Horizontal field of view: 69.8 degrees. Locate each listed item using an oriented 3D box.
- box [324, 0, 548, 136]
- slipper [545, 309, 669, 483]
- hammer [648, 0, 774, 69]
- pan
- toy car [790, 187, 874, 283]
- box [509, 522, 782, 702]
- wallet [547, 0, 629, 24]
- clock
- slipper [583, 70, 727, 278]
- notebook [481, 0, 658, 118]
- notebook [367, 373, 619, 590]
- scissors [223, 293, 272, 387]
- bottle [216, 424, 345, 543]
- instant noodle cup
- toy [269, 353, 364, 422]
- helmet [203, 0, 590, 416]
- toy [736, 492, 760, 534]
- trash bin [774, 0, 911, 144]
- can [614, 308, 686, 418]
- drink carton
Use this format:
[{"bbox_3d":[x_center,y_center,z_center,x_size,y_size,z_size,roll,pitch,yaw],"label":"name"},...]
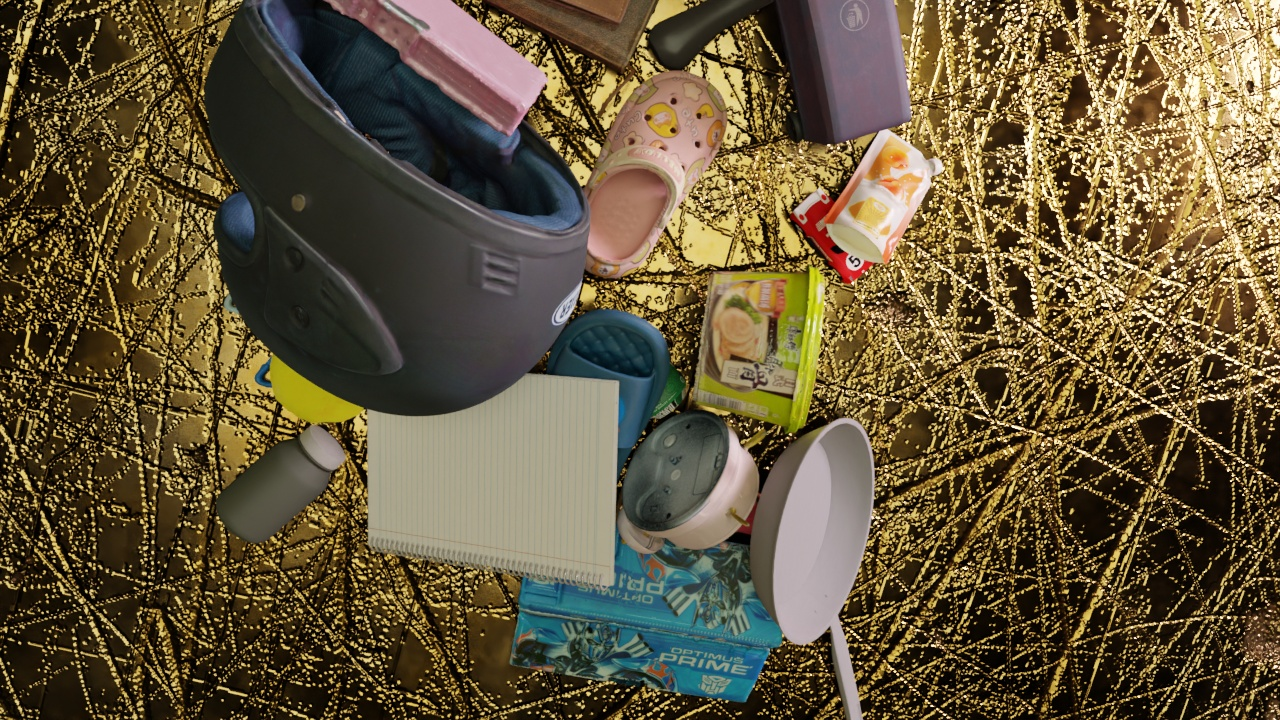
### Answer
[{"bbox_3d":[-0.173,-0.279,0.709,0.232,0.178,0.039,34,116,-16],"label":"box"},{"bbox_3d":[-0.046,0.049,0.798,0.104,0.059,0.214,25,120,7],"label":"slipper"},{"bbox_3d":[0.144,-0.356,0.809,0.311,0.029,0.125,-31,99,0],"label":"hammer"},{"bbox_3d":[0.170,0.217,0.846,0.051,0.200,0.357,10,124,35],"label":"pan"},{"bbox_3d":[0.178,-0.114,0.843,0.038,0.025,0.089,-42,98,1],"label":"toy car"},{"bbox_3d":[0.007,0.239,0.853,0.243,0.071,0.170,11,97,-5],"label":"box"},{"bbox_3d":[-0.057,-0.344,0.760,0.121,0.027,0.099,16,95,-6],"label":"wallet"},{"bbox_3d":[0.032,0.111,0.806,0.158,0.116,0.059,-20,133,38],"label":"clock"},{"bbox_3d":[0.003,-0.163,0.796,0.093,0.081,0.197,32,96,-6],"label":"slipper"},{"bbox_3d":[-0.083,-0.341,0.789,0.215,0.034,0.190,24,95,-7],"label":"notebook"},{"bbox_3d":[-0.136,0.097,0.801,0.246,0.013,0.178,4,98,21],"label":"notebook"},{"bbox_3d":[-0.314,-0.036,0.822,0.127,0.015,0.125,41,92,-13],"label":"scissors"},{"bbox_3d":[-0.318,0.109,0.814,0.108,0.060,0.060,-41,98,1],"label":"bottle"},{"bbox_3d":[0.100,-0.014,0.797,0.098,0.146,0.146,8,96,6],"label":"instant noodle cup"},{"bbox_3d":[-0.277,0.011,0.808,0.095,0.041,0.094,-30,108,-2],"label":"toy"},{"bbox_3d":[-0.204,-0.095,0.708,0.316,0.248,0.237,37,120,-5],"label":"helmet"},{"bbox_3d":[0.085,0.133,0.855,0.102,0.065,0.050,1,65,-2],"label":"toy"},{"bbox_3d":[0.167,-0.273,0.776,0.094,0.092,0.161,-17,109,-3],"label":"trash bin"},{"bbox_3d":[-0.005,0.005,0.829,0.053,0.053,0.101,-42,99,1],"label":"can"},{"bbox_3d":[0.221,-0.151,0.828,0.069,0.039,0.122,33,71,-2],"label":"drink carton"}]
